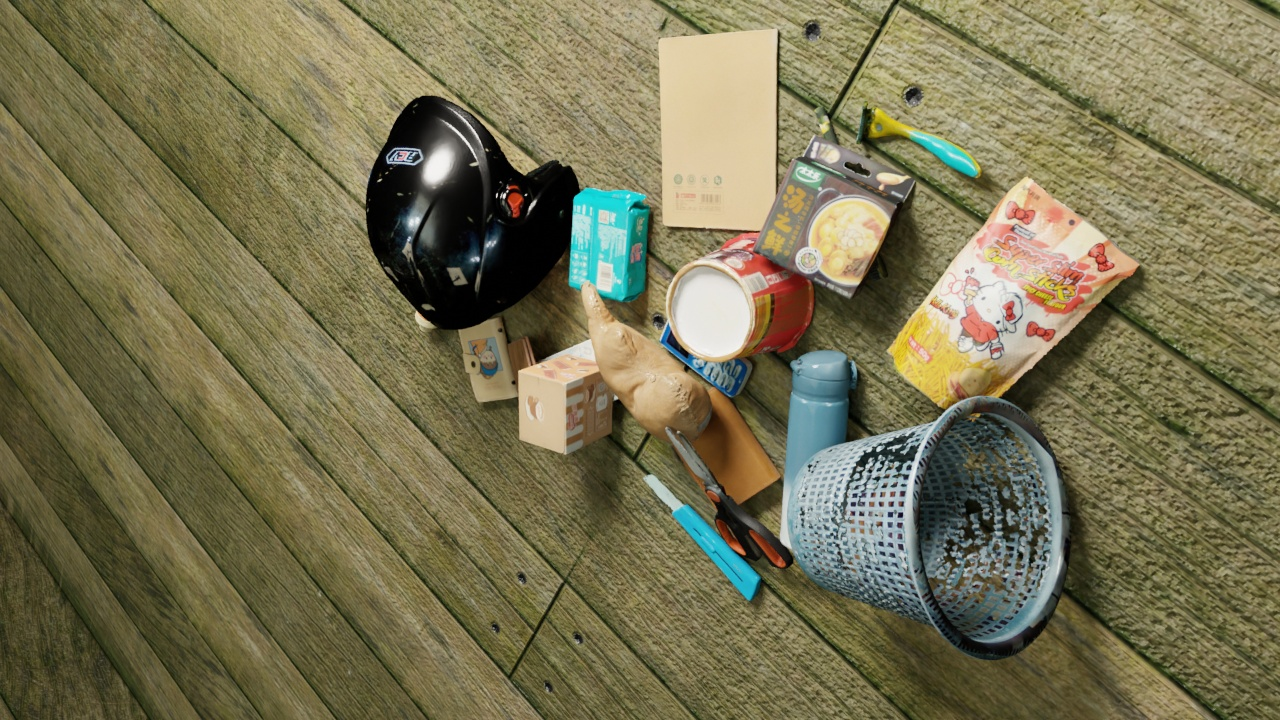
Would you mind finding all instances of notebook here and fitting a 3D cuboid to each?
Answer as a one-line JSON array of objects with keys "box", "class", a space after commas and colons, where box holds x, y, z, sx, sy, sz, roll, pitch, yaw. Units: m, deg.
[{"box": [0.084, -0.248, 1.005, 0.148, 0.008, 0.208, 9, 109, 35], "class": "notebook"}]

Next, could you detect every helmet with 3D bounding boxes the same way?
[{"box": [-0.222, -0.175, 1.120, 0.234, 0.229, 0.275, 15, 150, 33], "class": "helmet"}]

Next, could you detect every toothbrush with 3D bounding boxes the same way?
[{"box": [0.211, -0.168, 0.930, 0.017, 0.012, 0.186, -20, 91, 50], "class": "toothbrush"}]

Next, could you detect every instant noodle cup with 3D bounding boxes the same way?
[{"box": [0.100, -0.064, 0.983, 0.138, 0.108, 0.138, 11, 109, 35], "class": "instant noodle cup"}]

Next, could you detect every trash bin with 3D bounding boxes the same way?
[{"box": [0.256, 0.152, 0.873, 0.195, 0.226, 0.226, -9, 98, 55], "class": "trash bin"}]

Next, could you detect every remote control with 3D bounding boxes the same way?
[{"box": [0.075, -0.010, 1.072, 0.125, 0.024, 0.049, 39, 123, 25], "class": "remote control"}]

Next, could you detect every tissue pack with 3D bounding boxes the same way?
[{"box": [-0.037, -0.140, 1.102, 0.093, 0.050, 0.134, 18, 113, 34], "class": "tissue pack"}]

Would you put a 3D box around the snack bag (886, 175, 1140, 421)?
[{"box": [0.332, -0.050, 0.848, 0.128, 0.073, 0.208, 45, 118, 19], "class": "snack bag"}]

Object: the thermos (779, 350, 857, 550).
[{"box": [0.191, 0.099, 0.992, 0.070, 0.070, 0.221, 14, 111, 34], "class": "thermos"}]

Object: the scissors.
[{"box": [0.104, 0.157, 1.027, 0.161, 0.021, 0.234, 25, 151, 33], "class": "scissors"}]

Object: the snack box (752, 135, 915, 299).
[{"box": [0.190, -0.142, 0.909, 0.113, 0.053, 0.126, 28, 115, 16], "class": "snack box"}]

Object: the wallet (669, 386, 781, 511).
[{"box": [0.093, 0.110, 1.090, 0.108, 0.031, 0.131, -42, 75, 36], "class": "wallet"}]

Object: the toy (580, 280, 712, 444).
[{"box": [-0.006, 0.006, 1.065, 0.226, 0.082, 0.144, 45, 158, 24], "class": "toy"}]

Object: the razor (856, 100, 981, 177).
[{"box": [0.264, -0.204, 0.867, 0.132, 0.028, 0.043, 34, 144, 29], "class": "razor"}]

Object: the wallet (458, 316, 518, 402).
[{"box": [-0.216, 0.000, 1.300, 0.087, 0.024, 0.115, -9, 99, 34], "class": "wallet"}]

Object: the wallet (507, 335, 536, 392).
[{"box": [-0.150, 0.026, 1.228, 0.101, 0.020, 0.115, 167, 87, -71], "class": "wallet"}]

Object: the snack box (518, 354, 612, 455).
[{"box": [-0.092, 0.052, 1.138, 0.077, 0.094, 0.093, 14, 112, 33], "class": "snack box"}]

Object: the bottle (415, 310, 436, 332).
[{"box": [-0.289, -0.096, 1.304, 0.067, 0.066, 0.150, 45, 133, 18], "class": "bottle"}]

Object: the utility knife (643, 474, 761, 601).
[{"box": [0.075, 0.214, 1.144, 0.203, 0.018, 0.034, 45, 126, 20], "class": "utility knife"}]

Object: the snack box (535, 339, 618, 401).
[{"box": [-0.069, 0.020, 1.190, 0.157, 0.026, 0.084, -21, 90, 39], "class": "snack box"}]
